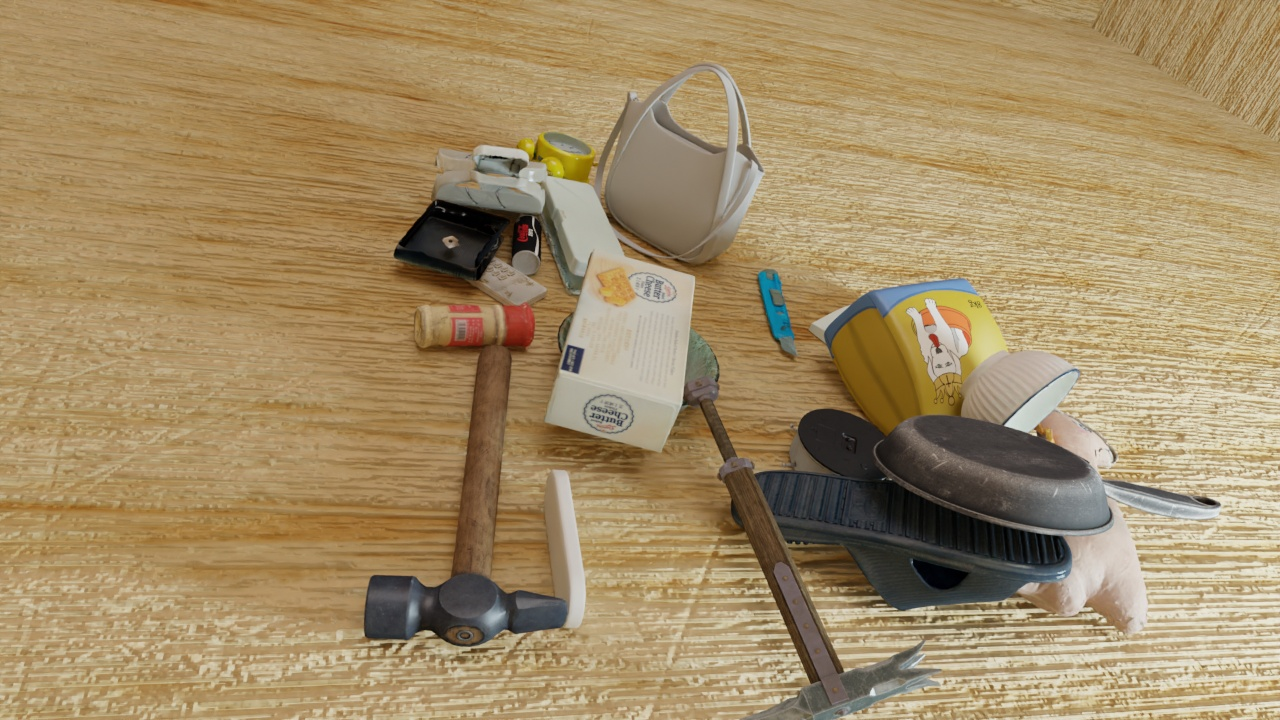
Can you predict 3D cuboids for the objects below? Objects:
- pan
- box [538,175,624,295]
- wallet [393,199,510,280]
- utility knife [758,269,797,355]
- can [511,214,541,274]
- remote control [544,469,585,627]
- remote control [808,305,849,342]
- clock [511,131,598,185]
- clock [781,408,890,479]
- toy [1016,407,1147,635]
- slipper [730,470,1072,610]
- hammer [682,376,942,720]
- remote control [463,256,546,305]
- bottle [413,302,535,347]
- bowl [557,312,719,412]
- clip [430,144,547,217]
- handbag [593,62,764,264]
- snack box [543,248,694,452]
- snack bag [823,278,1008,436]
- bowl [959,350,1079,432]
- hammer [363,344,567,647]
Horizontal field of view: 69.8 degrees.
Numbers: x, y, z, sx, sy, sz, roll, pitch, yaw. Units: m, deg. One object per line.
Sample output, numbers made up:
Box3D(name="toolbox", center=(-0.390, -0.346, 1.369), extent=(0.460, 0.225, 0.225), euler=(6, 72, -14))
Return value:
Box3D(name="pan", center=(0.361, 0.100, 0.771), extent=(0.356, 0.055, 0.187), euler=(5, 16, -20))
Box3D(name="box", center=(-0.067, -0.146, 1.048), extent=(0.083, 0.066, 0.198), euler=(-14, 42, -10))
Box3D(name="wallet", center=(-0.195, -0.125, 0.958), extent=(0.089, 0.026, 0.114), euler=(16, 35, 1))
Box3D(name="utility knife", center=(0.159, -0.059, 1.056), extent=(0.031, 0.015, 0.178), euler=(6, 38, -8))
Box3D(name="can", center=(-0.125, -0.128, 1.009), extent=(0.031, 0.032, 0.080), euler=(9, 36, -12))
Box3D(name="remote control", center=(-0.057, 0.135, 0.676), extent=(0.013, 0.043, 0.136), euler=(5, 37, -17))
Box3D(name="remote control", center=(0.263, -0.046, 1.074), extent=(0.143, 0.024, 0.049), euler=(-17, 48, -39))
Box3D(name="clock", center=(-0.109, -0.247, 1.152), extent=(0.083, 0.057, 0.118), euler=(41, 35, 28))
Box3D(name="clock", center=(0.197, 0.093, 0.851), extent=(0.122, 0.035, 0.094), euler=(21, 36, 3))
Box3D(name="toy", center=(0.384, 0.127, 0.850), extent=(0.196, 0.065, 0.263), euler=(21, 40, -10))
Box3D(name="slipper", center=(0.204, 0.151, 0.749), extent=(0.264, 0.083, 0.101), euler=(7, 29, 19))
Box3D(name="hammer", center=(0.088, 0.127, 0.711), extent=(0.147, 0.028, 0.316), euler=(-19, 46, -2))
Box3D(name="remote control", center=(-0.165, -0.096, 0.967), extent=(0.136, 0.011, 0.050), euler=(32, 38, 19))
Box3D(name="bottle", center=(-0.155, -0.033, 0.860), extent=(0.109, 0.044, 0.044), euler=(-2, 40, -24))
Box3D(name="bowl", center=(-0.005, 0.005, 0.877), extent=(0.157, 0.039, 0.157), euler=(12, 36, -9))
Box3D(name="clip", center=(-0.163, -0.209, 1.009), extent=(0.126, 0.153, 0.096), euler=(3, 73, -16))
Box3D(name="handbag", center=(0.041, -0.240, 1.067), extent=(0.216, 0.223, 0.095), euler=(33, 37, 20))
Box3D(name="snack box", center=(-0.013, -0.016, 0.816), extent=(0.104, 0.058, 0.207), euler=(15, 36, -4))
Box3D(name="snack bag", center=(0.308, 0.026, 0.948), extent=(0.158, 0.103, 0.205), euler=(-10, 66, -33))
Box3D(name="bowl", center=(0.347, 0.031, 0.870), extent=(0.117, 0.118, 0.062), euler=(-15, 54, -38))
Box3D(name="hammer", center=(-0.122, 0.085, 0.718), extent=(0.129, 0.040, 0.321), euler=(4, 34, -7))
